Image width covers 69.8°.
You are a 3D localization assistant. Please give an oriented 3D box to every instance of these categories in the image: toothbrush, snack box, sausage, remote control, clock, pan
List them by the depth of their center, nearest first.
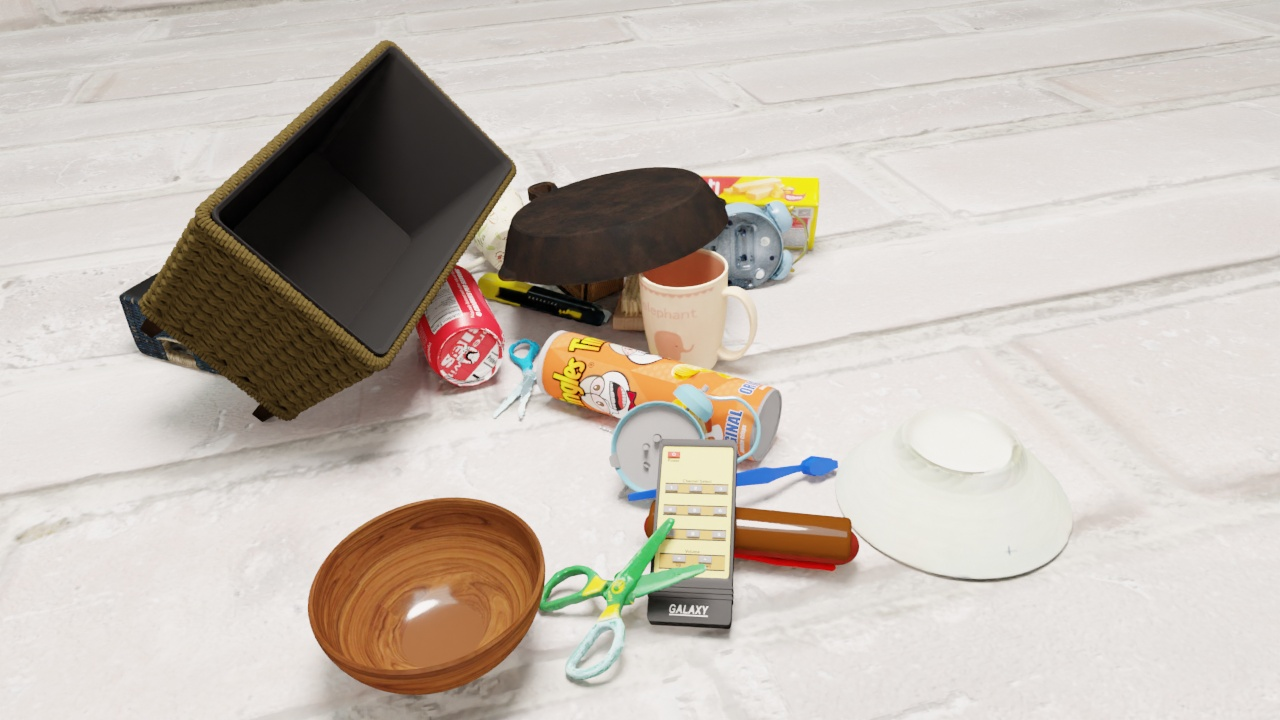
[{"bbox_3d":[0.038,0.118,0.643,0.058,0.013,0.133,-1,62,9],"label":"remote control"},{"bbox_3d":[0.079,0.126,0.665,0.156,0.040,0.040,4,34,11],"label":"sausage"},{"bbox_3d":[0.076,0.091,0.703,0.186,0.016,0.011,-5,2,-27],"label":"toothbrush"},{"bbox_3d":[0.034,0.064,0.721,0.123,0.087,0.042,-16,-5,5],"label":"clock"},{"bbox_3d":[-0.056,-0.163,0.965,0.248,0.043,0.356,-22,27,-17],"label":"pan"},{"bbox_3d":[0.123,-0.128,1.006,0.124,0.089,0.051,-5,27,2],"label":"clock"},{"bbox_3d":[0.103,-0.171,1.062,0.201,0.092,0.042,2,65,8],"label":"snack box"}]

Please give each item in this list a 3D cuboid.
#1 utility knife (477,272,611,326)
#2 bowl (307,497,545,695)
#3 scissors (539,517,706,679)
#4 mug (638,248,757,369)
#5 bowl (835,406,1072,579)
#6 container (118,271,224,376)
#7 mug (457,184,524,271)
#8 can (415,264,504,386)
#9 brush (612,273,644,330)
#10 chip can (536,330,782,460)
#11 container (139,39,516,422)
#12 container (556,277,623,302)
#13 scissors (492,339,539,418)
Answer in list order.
[{"bbox_3d":[-0.102,-0.064,0.978,0.171,0.029,0.020,15,42,26],"label":"utility knife"},{"bbox_3d":[-0.132,0.163,0.595,0.147,0.069,0.147,-3,34,2],"label":"bowl"},{"bbox_3d":[-0.013,0.159,0.608,0.129,0.012,0.119,-19,42,18],"label":"scissors"},{"bbox_3d":[0.055,-0.040,0.859,0.111,0.104,0.085,13,37,21],"label":"mug"},{"bbox_3d":[0.240,0.082,0.700,0.177,0.058,0.176,-2,33,1],"label":"bowl"},{"bbox_3d":[-0.422,-0.071,0.974,0.145,0.071,0.186,12,36,21],"label":"container"},{"bbox_3d":[-0.182,-0.144,1.082,0.122,0.081,0.097,-30,45,-2],"label":"mug"},{"bbox_3d":[-0.183,-0.038,0.902,0.074,0.074,0.142,-14,35,-17],"label":"can"},{"bbox_3d":[0.004,-0.070,0.970,0.049,0.039,0.116,4,35,8],"label":"brush"},{"bbox_3d":[0.013,0.028,0.797,0.210,0.062,0.062,16,37,26],"label":"chip can"},{"bbox_3d":[-0.288,-0.110,0.849,0.206,0.176,0.320,-30,26,36],"label":"container"},{"bbox_3d":[-0.066,-0.111,1.021,0.061,0.063,0.114,-13,34,-28],"label":"container"},{"bbox_3d":[-0.093,0.013,0.865,0.086,0.016,0.134,-7,33,10],"label":"scissors"}]
